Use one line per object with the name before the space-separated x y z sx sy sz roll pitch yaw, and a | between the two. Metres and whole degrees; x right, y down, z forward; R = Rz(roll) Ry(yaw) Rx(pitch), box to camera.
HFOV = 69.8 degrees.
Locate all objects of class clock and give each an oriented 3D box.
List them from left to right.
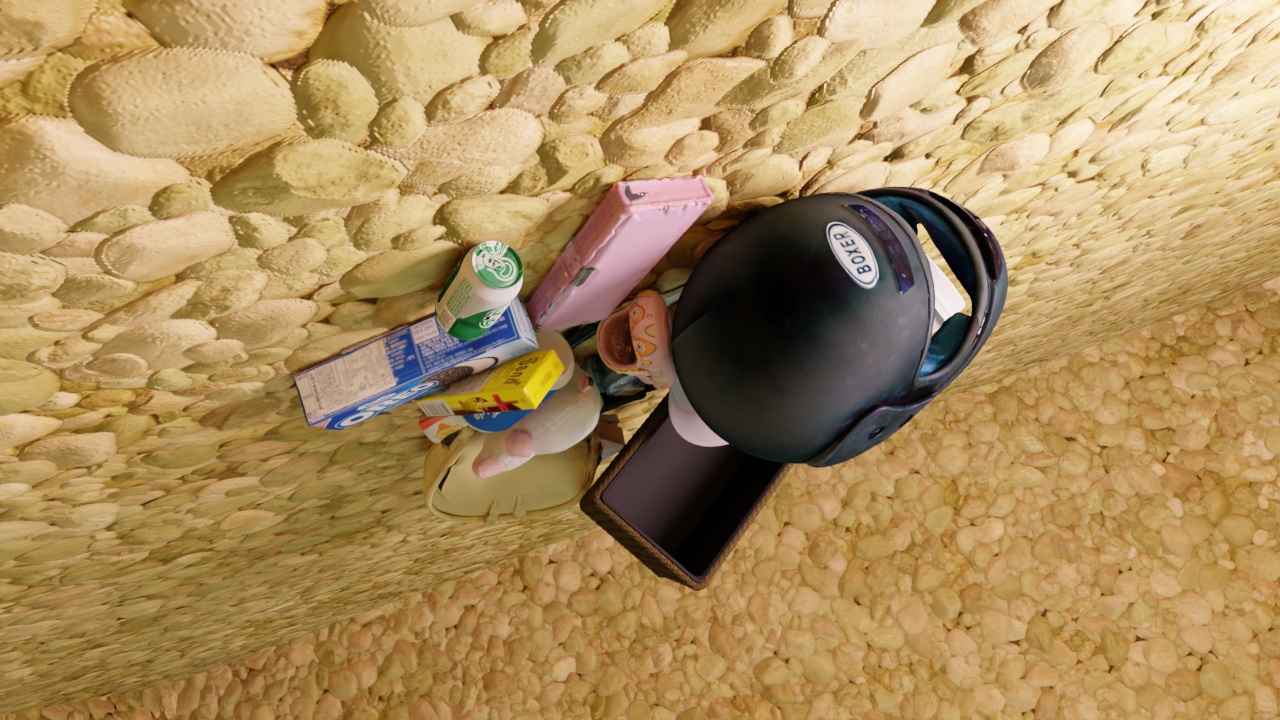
clock | -0.007 0.007 1.145 0.162 0.060 0.117 -30 162 34

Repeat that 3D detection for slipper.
slipper | -0.006 -0.017 0.957 0.081 0.093 0.197 -6 173 2

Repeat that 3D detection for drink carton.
drink carton | -0.207 0.058 1.133 0.122 0.039 0.069 -27 164 5

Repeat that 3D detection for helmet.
helmet | 0.175 -0.042 0.859 0.317 0.249 0.235 -35 155 23

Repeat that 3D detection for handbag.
handbag | -0.176 0.152 1.252 0.232 0.088 0.191 5 144 -14

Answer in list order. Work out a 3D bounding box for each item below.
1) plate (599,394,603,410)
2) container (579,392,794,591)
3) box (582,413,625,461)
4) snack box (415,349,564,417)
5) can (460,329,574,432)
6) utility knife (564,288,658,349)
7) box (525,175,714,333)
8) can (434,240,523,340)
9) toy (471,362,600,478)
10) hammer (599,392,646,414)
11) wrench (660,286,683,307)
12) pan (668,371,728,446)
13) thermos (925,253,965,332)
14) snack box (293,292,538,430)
plate | -0.127 0.066 1.235 0.157 0.014 0.157 -11 154 -6
container | 0.075 0.131 1.234 0.320 0.176 0.205 -50 -177 -21
box | -0.121 0.146 1.376 0.217 0.062 0.081 -31 149 30
snack box | -0.148 0.024 0.894 0.149 0.026 0.061 -7 -145 36
can | -0.137 0.020 0.988 0.078 0.079 0.146 -7 160 -40
utility knife | -0.065 -0.029 1.025 0.214 0.020 0.028 -29 180 27
box | -0.027 -0.089 0.826 0.098 0.037 0.234 -9 161 -32
can | -0.136 -0.057 0.769 0.053 0.053 0.101 -10 163 -33
toy | -0.127 0.076 1.094 0.179 0.101 0.139 -39 -162 -13
hammer | -0.139 0.097 1.351 0.313 0.035 0.139 -22 163 5
wrench | 0.110 -0.103 1.001 0.274 0.009 0.047 -24 165 14
pan | 0.169 -0.042 1.080 0.356 0.051 0.200 -46 135 3
thermos | 0.236 -0.032 1.026 0.222 0.131 0.131 -41 160 12
snack box | -0.211 0.000 0.870 0.226 0.059 0.059 -22 169 7
